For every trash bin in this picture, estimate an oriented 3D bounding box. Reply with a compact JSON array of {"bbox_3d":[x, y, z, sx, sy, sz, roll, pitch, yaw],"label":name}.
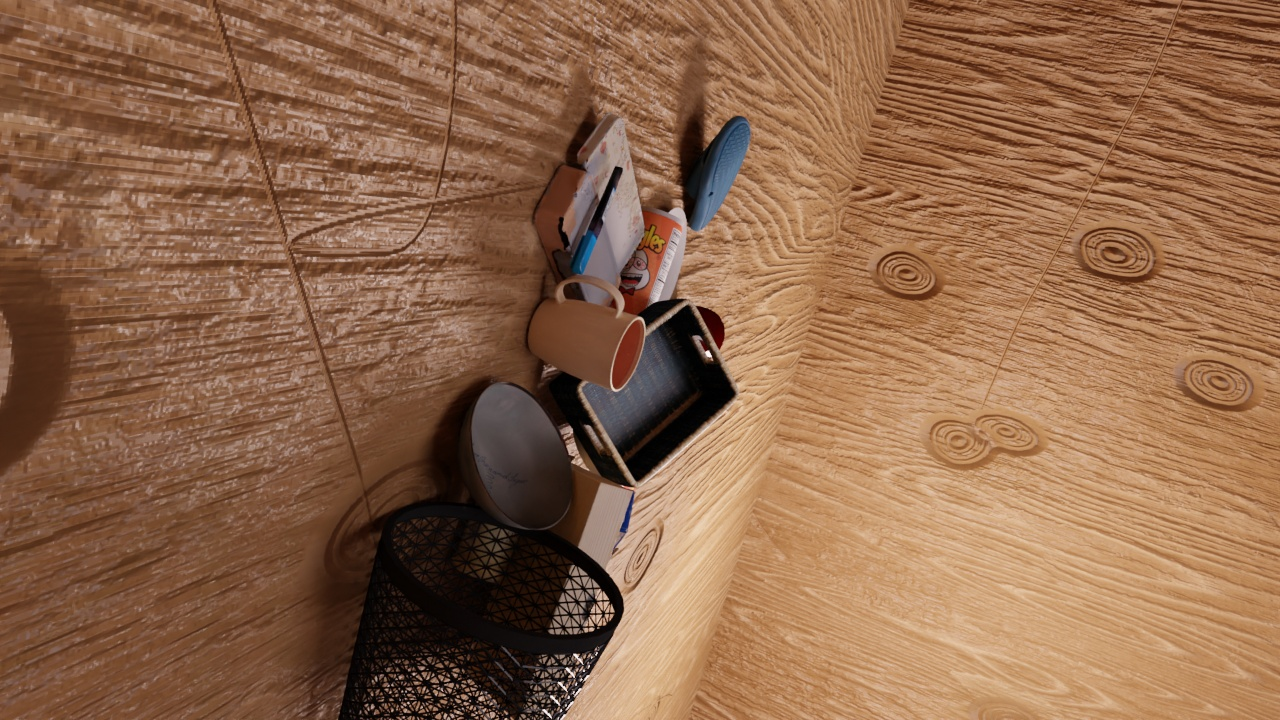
[{"bbox_3d":[-0.161,0.285,0.810,0.243,0.217,0.216,-67,164,10],"label":"trash bin"}]

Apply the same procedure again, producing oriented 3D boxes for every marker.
[{"bbox_3d":[-0.043,-0.141,0.917,0.018,0.015,0.122,70,39,-69],"label":"marker"}]

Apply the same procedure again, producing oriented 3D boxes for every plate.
[{"bbox_3d":[0.021,-0.125,1.248,0.172,0.019,0.173,19,89,-74],"label":"plate"}]

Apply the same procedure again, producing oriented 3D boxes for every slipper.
[{"bbox_3d":[0.097,-0.258,1.286,0.103,0.059,0.214,-53,171,-27],"label":"slipper"}]

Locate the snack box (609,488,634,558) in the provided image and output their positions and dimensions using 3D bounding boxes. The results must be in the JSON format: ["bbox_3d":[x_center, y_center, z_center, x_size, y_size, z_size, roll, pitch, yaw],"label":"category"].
[{"bbox_3d":[-0.063,0.217,1.147,0.227,0.059,0.059,119,-15,-60],"label":"snack box"}]

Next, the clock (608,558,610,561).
[{"bbox_3d":[-0.072,0.260,1.313,0.089,0.052,0.124,-70,163,-1],"label":"clock"}]

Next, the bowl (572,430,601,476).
[{"bbox_3d":[-0.041,0.097,1.154,0.132,0.064,0.131,50,27,-37],"label":"bowl"}]

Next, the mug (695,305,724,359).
[{"bbox_3d":[0.061,-0.036,1.400,0.114,0.087,0.088,-48,150,17],"label":"mug"}]

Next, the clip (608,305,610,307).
[{"bbox_3d":[-0.051,-0.065,1.090,0.022,0.035,0.057,18,85,-69],"label":"clip"}]

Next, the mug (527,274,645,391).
[{"bbox_3d":[-0.057,-0.035,0.948,0.085,0.104,0.112,-47,150,-55],"label":"mug"}]

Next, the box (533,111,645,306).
[{"bbox_3d":[-0.048,-0.145,0.983,0.216,0.043,0.148,74,34,-62],"label":"box"}]

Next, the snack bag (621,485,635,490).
[{"bbox_3d":[-0.034,0.197,1.394,0.076,0.036,0.116,-47,150,-56],"label":"snack bag"}]

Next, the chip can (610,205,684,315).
[{"bbox_3d":[-0.009,-0.079,1.125,0.062,0.062,0.210,25,84,-73],"label":"chip can"}]

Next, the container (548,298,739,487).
[{"bbox_3d":[0.006,0.035,1.061,0.187,0.071,0.145,-39,111,-26],"label":"container"}]

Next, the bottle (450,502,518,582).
[{"bbox_3d":[-0.141,0.146,0.955,0.056,0.056,0.162,49,61,-71],"label":"bottle"}]

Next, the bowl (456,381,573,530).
[{"bbox_3d":[-0.132,0.099,0.884,0.150,0.057,0.150,43,33,-38],"label":"bowl"}]

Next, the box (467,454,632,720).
[{"bbox_3d":[-0.113,0.230,1.011,0.261,0.096,0.247,-176,-74,-77],"label":"box"}]
